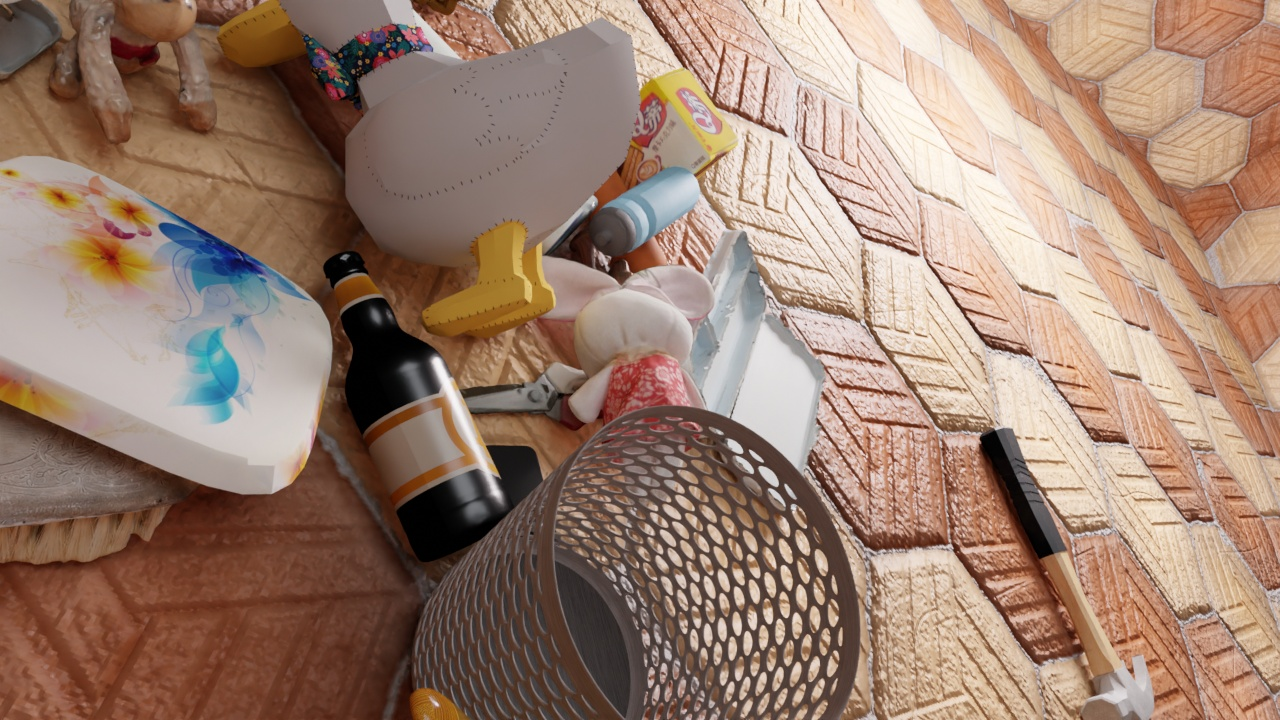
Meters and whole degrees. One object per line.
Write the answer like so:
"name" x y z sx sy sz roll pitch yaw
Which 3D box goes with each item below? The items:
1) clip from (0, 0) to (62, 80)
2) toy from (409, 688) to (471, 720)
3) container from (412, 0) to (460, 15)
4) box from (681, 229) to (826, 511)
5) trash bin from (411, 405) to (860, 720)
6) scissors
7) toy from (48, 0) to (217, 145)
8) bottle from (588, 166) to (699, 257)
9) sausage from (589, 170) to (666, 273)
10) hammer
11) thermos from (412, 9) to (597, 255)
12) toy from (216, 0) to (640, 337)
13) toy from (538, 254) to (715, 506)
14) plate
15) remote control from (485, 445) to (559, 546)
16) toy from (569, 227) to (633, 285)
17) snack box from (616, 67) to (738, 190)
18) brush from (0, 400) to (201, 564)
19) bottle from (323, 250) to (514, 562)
"clip" -0.368 -0.212 0.458 0.143 0.075 0.124 30 46 -13
"toy" -0.062 0.242 0.365 0.203 0.163 0.198 32 74 -42
"container" -0.200 -0.455 0.675 0.213 0.220 0.251 9 57 -42
"box" 0.094 0.005 0.784 0.192 0.061 0.209 57 35 -27
"trash bin" -0.015 0.131 0.449 0.156 0.184 0.156 18 53 -26
"scissors" -0.047 0.030 0.641 0.146 0.015 0.187 48 40 -8
"toy" -0.267 -0.181 0.503 0.074 0.106 0.085 39 28 13
"bottle" 0.002 -0.114 0.706 0.040 0.040 0.129 52 40 -3
"sausage" -0.029 -0.132 0.755 0.039 0.044 0.164 -28 83 -16
"hammer" 0.455 0.226 0.995 0.131 0.039 0.327 6 58 -45
"thermos" -0.132 -0.174 0.662 0.230 0.068 0.067 46 39 -12
"toy" -0.121 -0.149 0.569 0.141 0.247 0.267 -11 84 -84
"toy" -0.004 0.004 0.624 0.159 0.084 0.194 -3 56 -19
"plate" -0.231 -0.026 0.432 0.187 0.016 0.186 32 20 -26
"remote control" -0.067 0.120 0.558 0.045 0.008 0.146 6 59 -44
"toy" -0.018 -0.050 0.710 0.054 0.042 0.101 -7 75 -24
"snack box" 0.015 -0.183 0.787 0.083 0.106 0.061 53 38 -2
"brush" -0.304 0.034 0.337 0.270 0.057 0.083 5 54 -45
"bottle" -0.135 0.020 0.521 0.059 0.059 0.181 -15 73 -50
